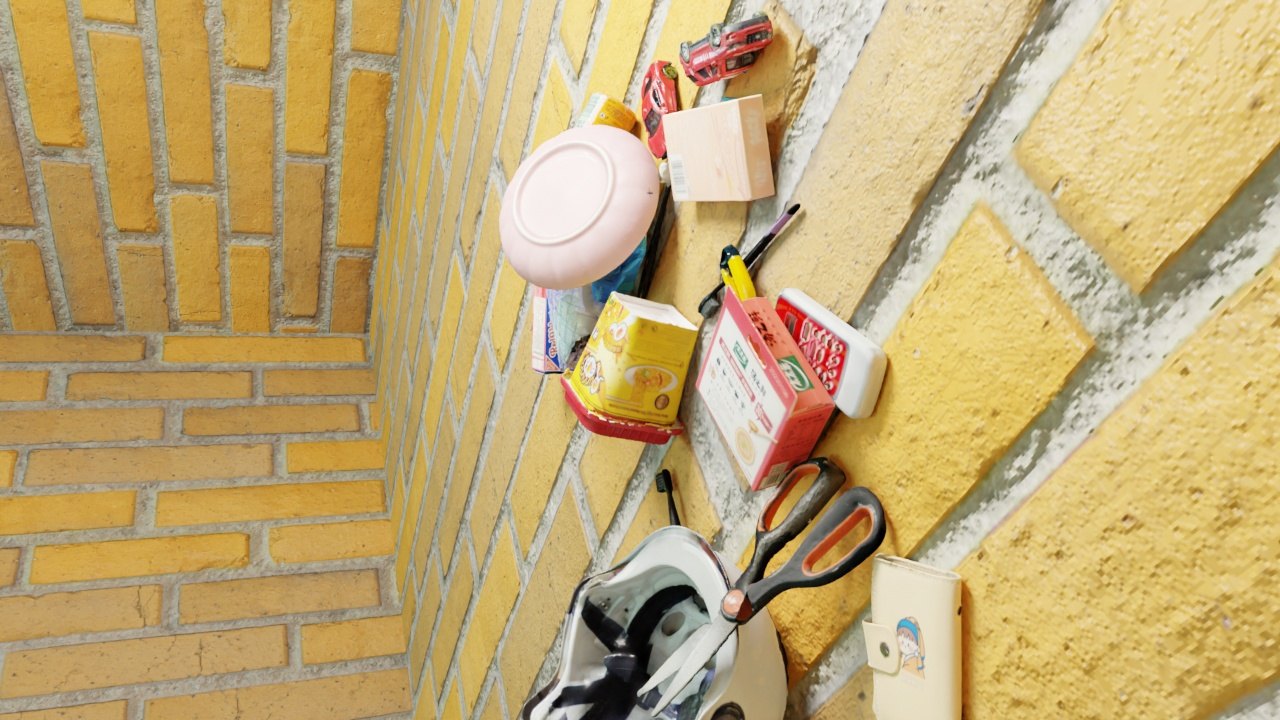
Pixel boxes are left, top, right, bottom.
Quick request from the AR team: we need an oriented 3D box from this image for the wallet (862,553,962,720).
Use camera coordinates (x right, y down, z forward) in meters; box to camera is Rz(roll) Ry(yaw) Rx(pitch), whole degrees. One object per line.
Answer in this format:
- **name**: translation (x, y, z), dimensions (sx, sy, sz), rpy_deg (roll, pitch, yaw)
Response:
- **wallet**: translation (0.176, 0.190, 0.600), dimensions (0.087, 0.024, 0.115), rpy_deg (180, 89, -68)

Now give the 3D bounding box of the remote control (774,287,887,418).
- **remote control**: translation (0.137, -0.008, 0.692), dimensions (0.136, 0.020, 0.056), rpy_deg (-129, 45, -56)

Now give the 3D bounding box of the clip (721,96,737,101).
- **clip**: translation (0.087, -0.223, 0.817), dimensions (0.056, 0.014, 0.040), rpy_deg (-134, 48, -59)

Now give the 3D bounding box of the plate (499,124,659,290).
- **plate**: translation (-0.074, -0.169, 0.964), dimensions (0.193, 0.039, 0.192), rpy_deg (-11, 66, 24)

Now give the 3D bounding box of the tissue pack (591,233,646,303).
- **tissue pack**: translation (-0.024, -0.139, 1.009), dimensions (0.095, 0.052, 0.157), rpy_deg (115, 156, -65)

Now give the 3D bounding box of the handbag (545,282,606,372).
- **handbag**: translation (-0.069, -0.090, 1.106), dimensions (0.134, 0.075, 0.193), rpy_deg (122, 140, -63)

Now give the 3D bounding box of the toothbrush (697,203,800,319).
- **toothbrush**: translation (0.092, -0.083, 0.806), dimensions (0.189, 0.014, 0.016), rpy_deg (-49, 53, 57)

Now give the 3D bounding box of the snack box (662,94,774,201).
- **snack box**: translation (0.067, -0.187, 0.827), dimensions (0.157, 0.026, 0.084), rpy_deg (-158, 56, -65)

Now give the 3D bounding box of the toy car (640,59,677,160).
- **toy car**: translation (0.020, -0.258, 0.948), dimensions (0.049, 0.031, 0.106), rpy_deg (133, 135, -60)

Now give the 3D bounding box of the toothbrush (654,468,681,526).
- **toothbrush**: translation (0.043, 0.207, 0.911), dimensions (0.027, 0.026, 0.212), rpy_deg (-36, 54, 38)

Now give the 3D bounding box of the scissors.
- **scissors**: translation (0.086, 0.170, 0.653), dimensions (0.163, 0.021, 0.233), rpy_deg (4, 59, 49)

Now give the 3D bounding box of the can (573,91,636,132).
- **can**: translation (-0.063, -0.228, 1.042), dimensions (0.146, 0.058, 0.058), rpy_deg (-61, 26, 0)

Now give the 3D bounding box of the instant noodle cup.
- **instant noodle cup**: translation (-0.006, 0.005, 0.930), dimensions (0.116, 0.116, 0.124), rpy_deg (48, 122, 58)

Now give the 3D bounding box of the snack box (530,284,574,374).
- **snack box**: translation (-0.112, -0.085, 1.237), dimensions (0.058, 0.057, 0.207), rpy_deg (-167, 78, -64)

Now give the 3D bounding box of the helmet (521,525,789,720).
- **helmet**: translation (0.034, 0.282, 0.771), dimensions (0.229, 0.146, 0.258), rpy_deg (20, 81, 59)

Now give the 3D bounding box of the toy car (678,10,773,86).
- **toy car**: translation (0.075, -0.268, 0.797), dimensions (0.120, 0.053, 0.045), rpy_deg (-164, 53, -73)

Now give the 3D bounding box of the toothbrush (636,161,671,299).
- **toothbrush**: translation (0.013, -0.131, 0.991), dimensions (0.015, 0.018, 0.181), rpy_deg (52, 139, 45)

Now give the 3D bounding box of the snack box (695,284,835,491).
- **snack box**: translation (0.096, 0.019, 0.710), dimensions (0.127, 0.044, 0.113), rpy_deg (104, 147, -50)

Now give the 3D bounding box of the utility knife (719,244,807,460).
- **utility knife**: translation (0.101, -0.006, 0.768), dimensions (0.033, 0.015, 0.206), rpy_deg (120, 137, -61)
